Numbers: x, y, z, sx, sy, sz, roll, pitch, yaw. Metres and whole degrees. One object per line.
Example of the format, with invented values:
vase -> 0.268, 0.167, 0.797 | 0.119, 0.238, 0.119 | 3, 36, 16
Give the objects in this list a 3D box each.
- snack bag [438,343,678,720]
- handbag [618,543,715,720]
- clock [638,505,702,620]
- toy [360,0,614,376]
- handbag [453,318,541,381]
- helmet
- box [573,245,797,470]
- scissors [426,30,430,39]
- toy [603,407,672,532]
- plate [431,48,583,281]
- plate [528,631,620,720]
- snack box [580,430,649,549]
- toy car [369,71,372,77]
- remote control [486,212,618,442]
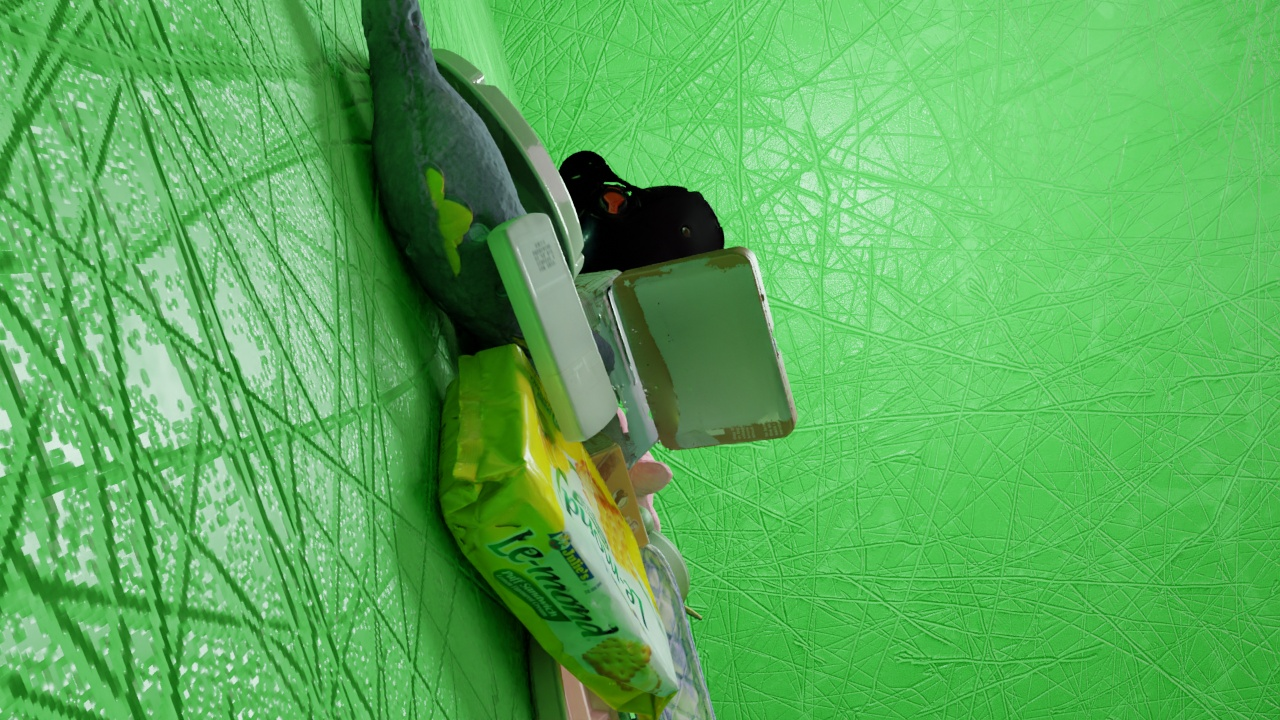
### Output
snack bag -> -0.056, 0.115, 0.610 | 0.246, 0.068, 0.158 | 61, 6, -31
handbag -> -0.010, 0.258, 0.838 | 0.134, 0.075, 0.194 | 1, -70, 60
clock -> -0.016, 0.206, 0.917 | 0.056, 0.116, 0.161 | -33, 92, -51
toy -> -0.116, -0.103, 0.644 | 0.356, 0.092, 0.137 | 64, 31, -27
handbag -> -0.107, 0.014, 0.751 | 0.120, 0.068, 0.131 | 53, 19, -62
helmet -> -0.051, -0.090, 1.020 | 0.274, 0.229, 0.234 | 54, -30, 5
box -> -0.004, 0.005, 0.834 | 0.088, 0.263, 0.178 | -40, 119, -49
scissors -> -0.261, -0.416, 1.019 | 0.176, 0.014, 0.159 | -111, -176, -50
toy -> -0.044, 0.101, 1.033 | 0.195, 0.074, 0.179 | 34, -40, 28
plate -> -0.121, -0.156, 0.763 | 0.230, 0.027, 0.231 | 46, -19, 20
plate -> -0.042, 0.279, 0.688 | 0.229, 0.028, 0.229 | -4, 78, -89
snack box -> -0.053, 0.117, 0.788 | 0.093, 0.077, 0.094 | -155, -134, -69
toy car -> -0.183, -0.188, 0.713 | 0.049, 0.031, 0.105 | 74, -1, -70
remote control -> -0.056, -0.022, 0.602 | 0.058, 0.021, 0.150 | -40, 113, -60
